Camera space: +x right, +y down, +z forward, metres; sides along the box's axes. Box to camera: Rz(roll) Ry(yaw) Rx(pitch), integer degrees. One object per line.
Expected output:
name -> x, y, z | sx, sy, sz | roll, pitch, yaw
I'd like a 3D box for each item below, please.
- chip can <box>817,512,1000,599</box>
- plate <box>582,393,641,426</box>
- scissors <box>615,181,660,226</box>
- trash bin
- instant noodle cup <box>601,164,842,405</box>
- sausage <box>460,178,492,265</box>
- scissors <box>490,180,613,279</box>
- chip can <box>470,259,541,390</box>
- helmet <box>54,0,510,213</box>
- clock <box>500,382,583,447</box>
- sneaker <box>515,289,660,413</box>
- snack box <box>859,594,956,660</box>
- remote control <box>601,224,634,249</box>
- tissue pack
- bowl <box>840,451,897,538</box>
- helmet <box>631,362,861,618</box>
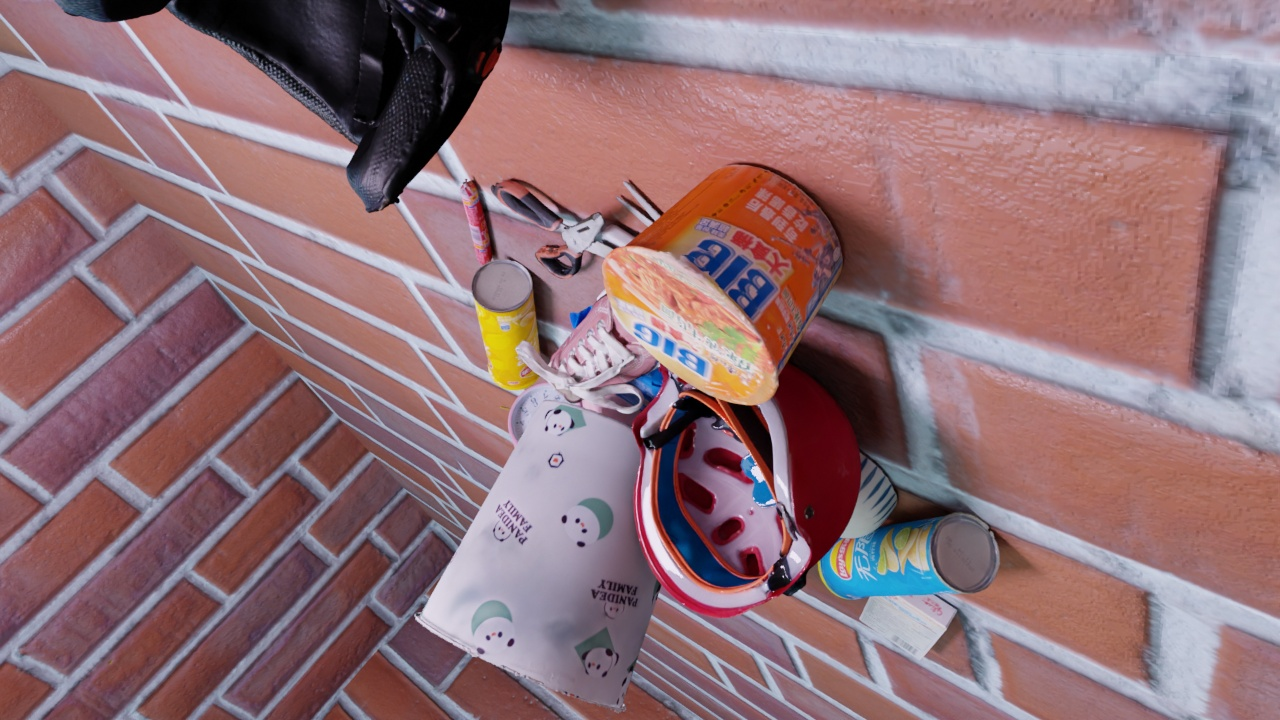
chip can -> 0.249, 0.192, 0.881 | 0.071, 0.071, 0.211 | 42, 158, -2
plate -> 0.001, 0.099, 1.109 | 0.192, 0.039, 0.192 | 35, 168, 8
scissors -> 0.045, -0.081, 0.777 | 0.170, 0.012, 0.144 | 31, 157, 28
trash bin -> -0.071, 0.192, 0.944 | 0.229, 0.251, 0.230 | 23, 166, 6
instant noodle cup -> 0.064, -0.059, 0.652 | 0.151, 0.111, 0.151 | 34, 157, 16
sausage -> -0.178, -0.148, 1.005 | 0.020, 0.020, 0.156 | 35, 158, 15
scissors -> -0.074, -0.118, 0.868 | 0.224, 0.015, 0.189 | 39, 163, 22
chip can -> -0.158, -0.038, 1.114 | 0.072, 0.072, 0.214 | 35, 157, 13
helmet -> -0.191, -0.245, 0.560 | 0.233, 0.229, 0.275 | 32, 163, -20
clock -> -0.108, 0.099, 1.200 | 0.158, 0.117, 0.060 | 54, 176, 22
sneaker -> -0.040, -0.002, 0.854 | 0.118, 0.087, 0.242 | 48, 148, -5
snack box -> 0.301, 0.290, 1.045 | 0.085, 0.026, 0.157 | 32, 157, 21
remote control -> 0.018, -0.072, 0.803 | 0.136, 0.020, 0.056 | 38, 163, 34
tissue pack -> -0.006, 0.006, 0.971 | 0.157, 0.052, 0.095 | 32, 159, 20
bowl -> 0.180, 0.131, 0.885 | 0.116, 0.066, 0.117 | 34, 157, 16
helmet -> 0.100, 0.102, 0.809 | 0.207, 0.143, 0.241 | 48, 136, 33
